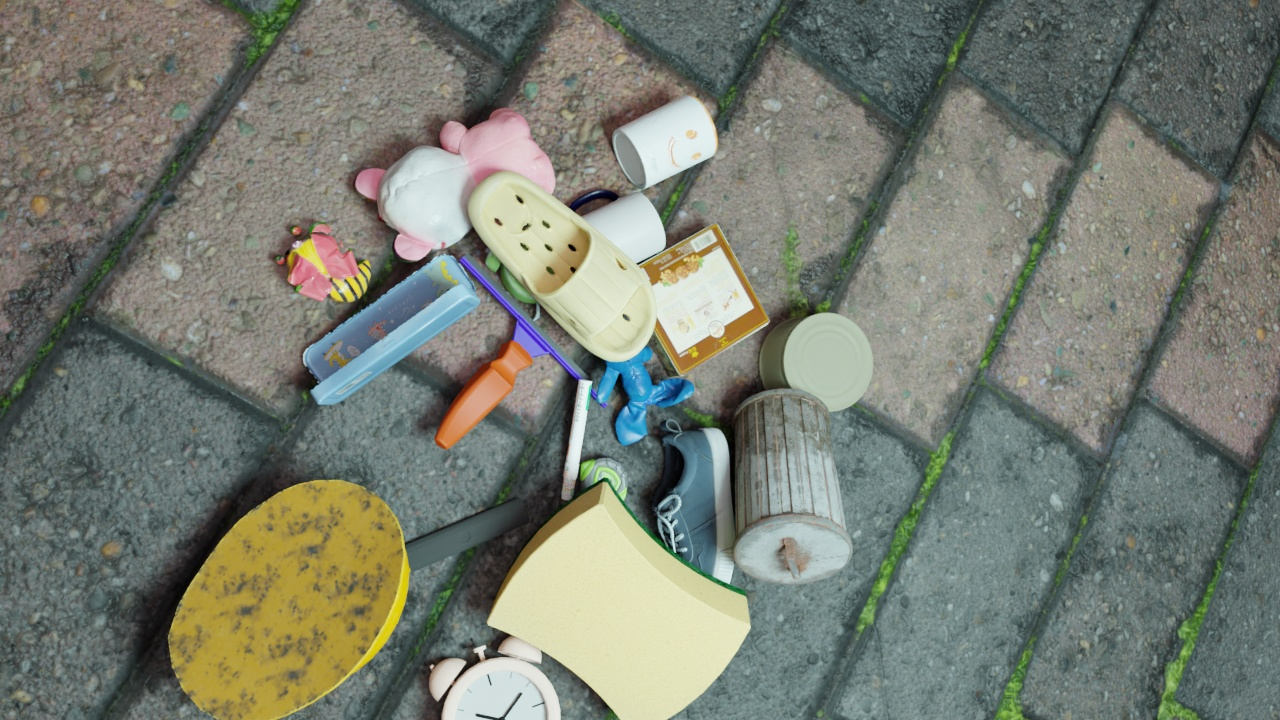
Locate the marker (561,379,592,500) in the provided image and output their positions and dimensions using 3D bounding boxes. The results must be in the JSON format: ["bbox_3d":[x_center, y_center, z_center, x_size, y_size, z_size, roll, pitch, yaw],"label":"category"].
[{"bbox_3d":[-0.077,0.095,1.098,0.017,0.017,0.145,8,94,-16],"label":"marker"}]

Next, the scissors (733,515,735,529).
[{"bbox_3d":[0.144,0.200,1.166,0.149,0.019,0.131,-3,87,-17],"label":"scissors"}]

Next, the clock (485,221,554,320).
[{"bbox_3d":[-0.129,-0.116,1.096,0.094,0.043,0.119,-36,96,-16],"label":"clock"}]

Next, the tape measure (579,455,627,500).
[{"bbox_3d":[-0.045,0.148,1.107,0.058,0.036,0.065,6,88,-7],"label":"tape measure"}]

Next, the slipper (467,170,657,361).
[{"bbox_3d":[-0.078,-0.108,1.015,0.261,0.079,0.111,43,82,-12],"label":"slipper"}]

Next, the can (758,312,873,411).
[{"bbox_3d":[0.224,0.004,1.174,0.127,0.073,0.127,1,86,-16],"label":"can"}]

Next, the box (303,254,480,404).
[{"bbox_3d":[-0.281,-0.039,1.011,0.210,0.072,0.079,-34,82,2],"label":"box"}]

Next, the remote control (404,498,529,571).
[{"bbox_3d":[-0.202,0.202,1.067,0.146,0.015,0.033,-21,92,-16],"label":"remote control"}]

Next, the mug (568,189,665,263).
[{"bbox_3d":[-0.040,-0.161,1.113,0.096,0.079,0.112,-28,66,-16],"label":"mug"}]

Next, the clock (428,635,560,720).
[{"bbox_3d":[-0.160,0.404,1.042,0.131,0.086,0.160,-16,82,-17],"label":"clock"}]

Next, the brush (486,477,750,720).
[{"bbox_3d":[-0.023,0.280,1.038,0.250,0.075,0.195,40,104,-8],"label":"brush"}]

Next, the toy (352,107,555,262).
[{"bbox_3d":[-0.211,-0.206,1.054,0.213,0.084,0.142,-29,82,-14],"label":"toy"}]

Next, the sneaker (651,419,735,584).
[{"bbox_3d":[0.058,0.190,1.108,0.087,0.089,0.235,2,80,-20],"label":"sneaker"}]

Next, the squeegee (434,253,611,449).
[{"bbox_3d":[-0.175,0.029,1.065,0.249,0.055,0.184,47,60,-17],"label":"squeegee"}]

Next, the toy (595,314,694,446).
[{"bbox_3d":[-0.007,0.006,1.106,0.113,0.071,0.176,-22,90,3],"label":"toy"}]

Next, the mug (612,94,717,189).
[{"bbox_3d":[0.030,-0.269,1.132,0.105,0.082,0.082,-29,94,-15],"label":"mug"}]

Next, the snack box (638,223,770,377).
[{"bbox_3d":[0.066,-0.075,1.150,0.143,0.041,0.147,-31,95,-16],"label":"snack box"}]

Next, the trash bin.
[{"bbox_3d":[0.171,0.151,1.070,0.130,0.131,0.210,18,44,-15],"label":"trash bin"}]

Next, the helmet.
[{"bbox_3d":[-0.339,0.255,0.962,0.255,0.131,0.205,-44,68,-9],"label":"helmet"}]

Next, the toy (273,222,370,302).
[{"bbox_3d":[-0.355,-0.105,1.031,0.103,0.046,0.084,29,65,-17],"label":"toy"}]
